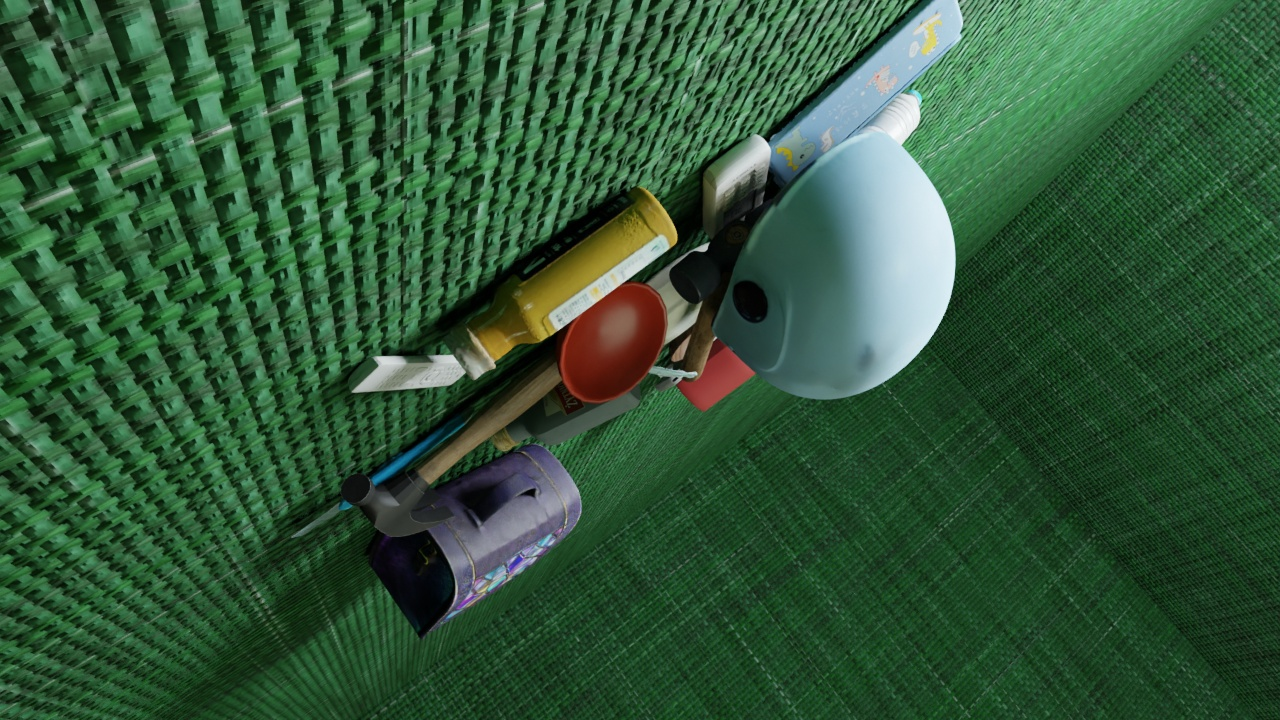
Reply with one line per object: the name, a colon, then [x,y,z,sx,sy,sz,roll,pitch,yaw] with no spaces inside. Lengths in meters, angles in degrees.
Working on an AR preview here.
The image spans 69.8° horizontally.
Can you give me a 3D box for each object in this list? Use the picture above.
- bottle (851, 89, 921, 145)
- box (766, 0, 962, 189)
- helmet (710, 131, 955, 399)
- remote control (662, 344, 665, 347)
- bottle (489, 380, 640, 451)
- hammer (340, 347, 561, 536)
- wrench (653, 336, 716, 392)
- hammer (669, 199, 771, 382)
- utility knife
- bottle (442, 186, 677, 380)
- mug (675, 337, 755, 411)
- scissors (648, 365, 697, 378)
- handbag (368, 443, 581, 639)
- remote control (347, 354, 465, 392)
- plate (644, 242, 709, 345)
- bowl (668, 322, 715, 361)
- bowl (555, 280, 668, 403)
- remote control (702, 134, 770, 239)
bottle: [0.240,-0.225,0.907,0.136,0.044,0.044,-48,174,-29]
box: [0.201,-0.232,0.825,0.209,0.039,0.126,-42,168,9]
helmet: [0.193,-0.073,0.842,0.225,0.167,0.266,-31,149,-26]
remote control: [-0.014,0.012,1.155,0.137,0.013,0.043,-45,166,28]
bottle: [-0.081,0.045,0.932,0.161,0.072,0.046,-27,142,17]
hammer: [-0.130,0.049,0.868,0.305,0.040,0.132,-40,156,-10]
wrench: [0.120,-0.057,1.229,0.274,0.018,0.083,-42,-165,11]
hammer: [0.074,-0.049,0.965,0.129,0.040,0.322,-40,165,-19]
utility knife: [-0.235,0.103,0.849,0.197,0.015,0.031,-38,164,-18]
bottle: [-0.061,-0.056,0.681,0.186,0.053,0.053,-37,168,-7]
mug: [0.104,0.000,1.303,0.097,0.080,0.116,-38,-156,20]
scissors: [-0.004,0.008,0.994,0.173,0.033,0.065,6,143,-40]
handbag: [-0.189,0.200,1.075,0.204,0.125,0.223,-24,160,-48]
remote control: [-0.170,0.008,0.694,0.033,0.012,0.130,-40,168,17]
plate: [0.034,-0.057,0.994,0.182,0.034,0.182,-36,168,-9]
bowl: [0.076,-0.049,1.147,0.119,0.032,0.119,-36,168,-9]
bowl: [-0.032,-0.022,0.843,0.121,0.035,0.122,-23,130,-31]
remote control: [0.083,-0.150,0.812,0.060,0.025,0.138,-37,168,-5]
